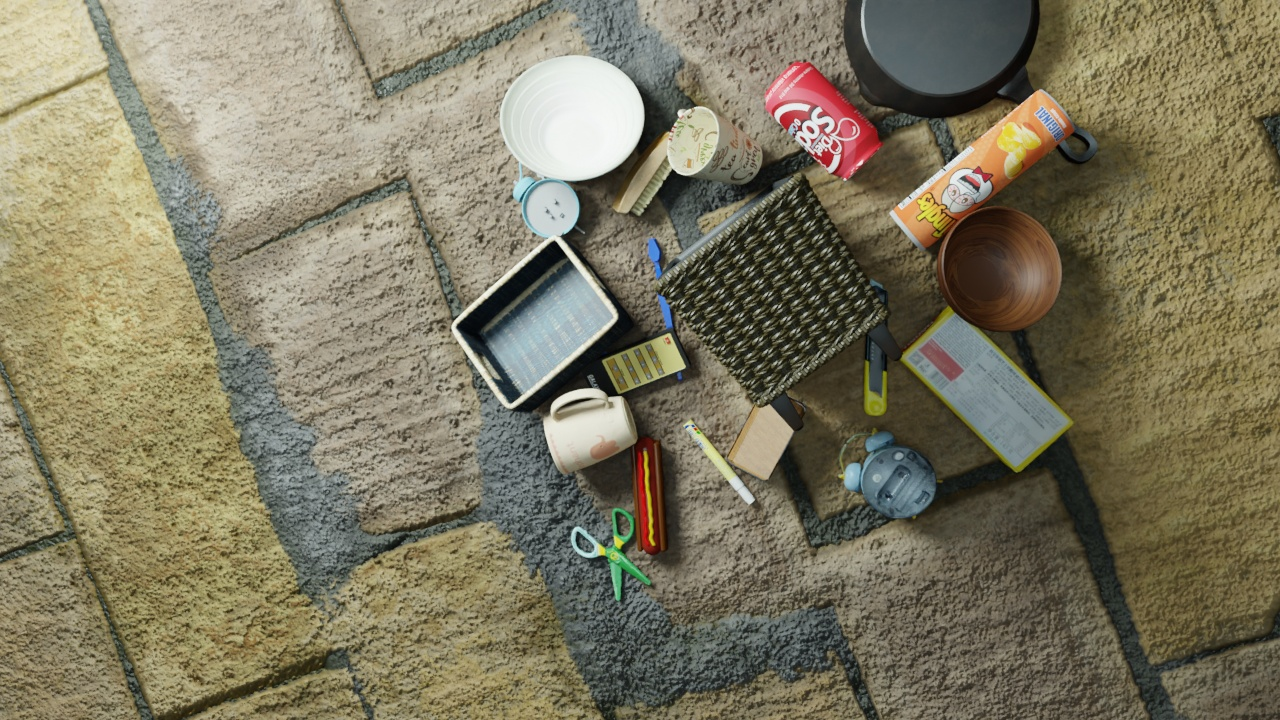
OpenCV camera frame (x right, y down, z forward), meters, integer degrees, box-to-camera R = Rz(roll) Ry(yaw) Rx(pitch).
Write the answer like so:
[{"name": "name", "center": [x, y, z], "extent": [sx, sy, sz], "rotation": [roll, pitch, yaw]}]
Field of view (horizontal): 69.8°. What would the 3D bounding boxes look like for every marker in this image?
[{"name": "marker", "center": [0.102, 0.131, 1.187], "extent": [0.014, 0.014, 0.132], "rotation": [-40, 88, 9]}]

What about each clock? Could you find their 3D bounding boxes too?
[{"name": "clock", "center": [-0.119, -0.213, 1.177], "extent": [0.087, 0.042, 0.123], "rotation": [-18, 93, 9]}, {"name": "clock", "center": [0.306, 0.140, 1.138], "extent": [0.124, 0.051, 0.089], "rotation": [33, 100, 5]}]

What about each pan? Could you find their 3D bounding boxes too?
[{"name": "pan", "center": [0.405, -0.363, 1.086], "extent": [0.356, 0.043, 0.249], "rotation": [44, 99, 3]}]

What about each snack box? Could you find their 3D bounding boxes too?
[{"name": "snack box", "center": [0.417, 0.033, 1.118], "extent": [0.200, 0.042, 0.092], "rotation": [45, 99, 3]}]

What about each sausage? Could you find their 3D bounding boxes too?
[{"name": "sausage", "center": [0.012, 0.176, 1.191], "extent": [0.040, 0.040, 0.155], "rotation": [-3, 94, 9]}]

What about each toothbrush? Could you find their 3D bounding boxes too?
[{"name": "toothbrush", "center": [0.033, -0.065, 1.182], "extent": [0.016, 0.011, 0.186], "rotation": [-11, 93, 9]}]

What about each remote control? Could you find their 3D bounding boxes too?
[{"name": "remote control", "center": [-0.007, 0.007, 1.182], "extent": [0.133, 0.013, 0.058], "rotation": [-23, 108, 13]}]

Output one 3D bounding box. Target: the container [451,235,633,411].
[{"name": "container", "center": [-0.123, -0.044, 1.164], "extent": [0.187, 0.071, 0.145], "rotation": [-40, 75, 10]}]

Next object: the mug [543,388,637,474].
[{"name": "mug", "center": [-0.066, 0.080, 1.164], "extent": [0.104, 0.085, 0.111], "rotation": [-18, 132, 5]}]

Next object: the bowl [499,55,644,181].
[{"name": "bowl", "center": [-0.083, -0.289, 1.143], "extent": [0.177, 0.058, 0.176], "rotation": [0, 72, 0]}]

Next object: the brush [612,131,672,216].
[{"name": "brush", "center": [0.009, -0.232, 1.155], "extent": [0.039, 0.049, 0.117], "rotation": [34, 98, -19]}]

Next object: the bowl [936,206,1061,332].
[{"name": "bowl", "center": [0.412, -0.102, 1.088], "extent": [0.147, 0.069, 0.147], "rotation": [1, 84, -7]}]

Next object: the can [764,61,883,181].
[{"name": "can", "center": [0.219, -0.288, 1.104], "extent": [0.074, 0.074, 0.142], "rotation": [-44, 87, 9]}]

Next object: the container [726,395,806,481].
[{"name": "container", "center": [0.157, 0.096, 1.151], "extent": [0.063, 0.061, 0.114], "rotation": [27, 98, 5]}]

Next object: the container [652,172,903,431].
[{"name": "container", "center": [0.152, -0.068, 1.018], "extent": [0.176, 0.320, 0.205], "rotation": [-37, 95, 9]}]

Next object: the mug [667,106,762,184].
[{"name": "mug", "center": [0.085, -0.266, 1.118], "extent": [0.081, 0.097, 0.122], "rotation": [-53, 51, 27]}]

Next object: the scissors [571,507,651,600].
[{"name": "scissors", "center": [-0.042, 0.259, 1.220], "extent": [0.119, 0.012, 0.128], "rotation": [-2, 93, 10]}]

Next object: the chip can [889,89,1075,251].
[{"name": "chip can", "center": [0.396, -0.219, 1.072], "extent": [0.211, 0.062, 0.062], "rotation": [-40, 88, 19]}]

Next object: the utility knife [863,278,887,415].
[{"name": "utility knife", "center": [0.294, -0.016, 1.144], "extent": [0.029, 0.020, 0.171], "rotation": [0, 94, 7]}]

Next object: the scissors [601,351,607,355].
[{"name": "scissors", "center": [-0.098, 0.017, 1.208], "extent": [0.086, 0.015, 0.135], "rotation": [43, 100, 2]}]
